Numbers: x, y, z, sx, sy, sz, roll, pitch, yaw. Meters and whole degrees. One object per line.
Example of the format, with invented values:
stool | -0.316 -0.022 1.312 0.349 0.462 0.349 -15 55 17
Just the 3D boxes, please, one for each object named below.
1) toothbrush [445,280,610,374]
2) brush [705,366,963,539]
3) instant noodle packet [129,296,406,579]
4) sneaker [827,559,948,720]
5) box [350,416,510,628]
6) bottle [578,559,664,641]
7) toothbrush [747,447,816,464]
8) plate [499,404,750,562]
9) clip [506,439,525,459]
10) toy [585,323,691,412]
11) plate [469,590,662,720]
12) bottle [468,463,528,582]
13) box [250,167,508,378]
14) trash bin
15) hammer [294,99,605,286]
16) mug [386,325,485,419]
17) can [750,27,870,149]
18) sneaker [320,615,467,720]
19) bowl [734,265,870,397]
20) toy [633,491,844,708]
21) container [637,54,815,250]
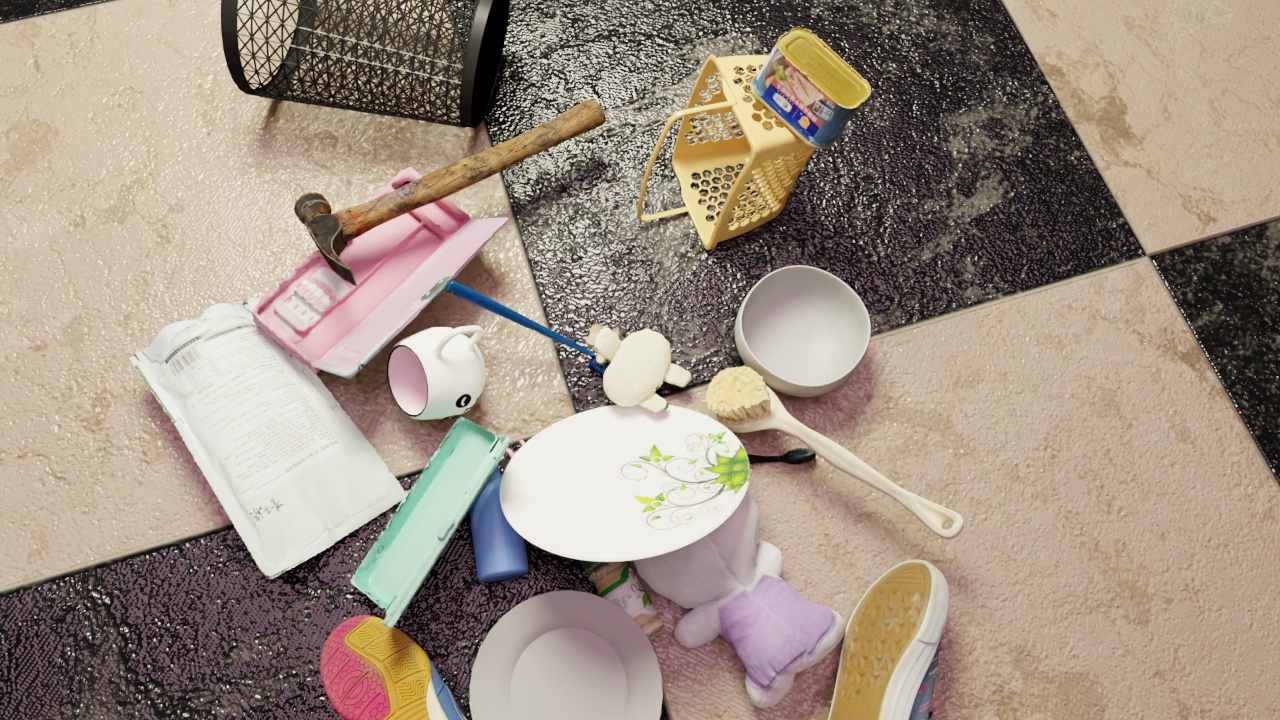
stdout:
toothbrush | -0.107 -0.030 0.912 0.190 0.016 0.017 27 76 -24
brush | 0.182 0.089 0.876 0.272 0.077 0.062 31 83 17
instant noodle packet | -0.365 0.067 0.893 0.146 0.057 0.269 -33 77 -28
sneaker | 0.229 0.297 0.827 0.079 0.088 0.235 38 64 -25
box | -0.182 0.143 0.827 0.056 0.138 0.186 38 78 -31
bottle | -0.020 0.213 0.855 0.042 0.043 0.110 -30 74 -13
toothbrush | 0.083 0.100 0.917 0.188 0.017 0.014 -4 60 -3
plate | -0.014 0.115 0.848 0.229 0.030 0.229 -5 31 3
clip | -0.103 0.102 0.906 0.041 0.023 0.059 -27 78 -15
toy | -0.005 0.005 0.929 0.112 0.050 0.087 31 69 3
plate | -0.066 0.296 0.823 0.173 0.019 0.172 -2 75 6
bottle | -0.139 0.141 0.873 0.048 0.048 0.131 -9 70 -6
box | -0.257 -0.081 0.934 0.173 0.075 0.232 30 65 27
trash bin | -0.279 -0.361 0.982 0.243 0.217 0.216 14 69 -4
hammer | -0.178 -0.186 0.939 0.329 0.033 0.120 -29 59 -16
mug | -0.187 0.003 0.887 0.076 0.124 0.090 -15 66 -45
can | 0.157 -0.253 0.851 0.100 0.059 0.053 44 58 6
sneaker | -0.195 0.322 0.789 0.116 0.091 0.242 -44 55 -7
bowl | 0.162 -0.024 0.941 0.132 0.064 0.131 1 69 -2
toy | 0.084 0.207 0.842 0.137 0.086 0.209 -38 80 -14
container | 0.080 -0.214 0.946 0.166 0.184 0.129 -17 71 -17
